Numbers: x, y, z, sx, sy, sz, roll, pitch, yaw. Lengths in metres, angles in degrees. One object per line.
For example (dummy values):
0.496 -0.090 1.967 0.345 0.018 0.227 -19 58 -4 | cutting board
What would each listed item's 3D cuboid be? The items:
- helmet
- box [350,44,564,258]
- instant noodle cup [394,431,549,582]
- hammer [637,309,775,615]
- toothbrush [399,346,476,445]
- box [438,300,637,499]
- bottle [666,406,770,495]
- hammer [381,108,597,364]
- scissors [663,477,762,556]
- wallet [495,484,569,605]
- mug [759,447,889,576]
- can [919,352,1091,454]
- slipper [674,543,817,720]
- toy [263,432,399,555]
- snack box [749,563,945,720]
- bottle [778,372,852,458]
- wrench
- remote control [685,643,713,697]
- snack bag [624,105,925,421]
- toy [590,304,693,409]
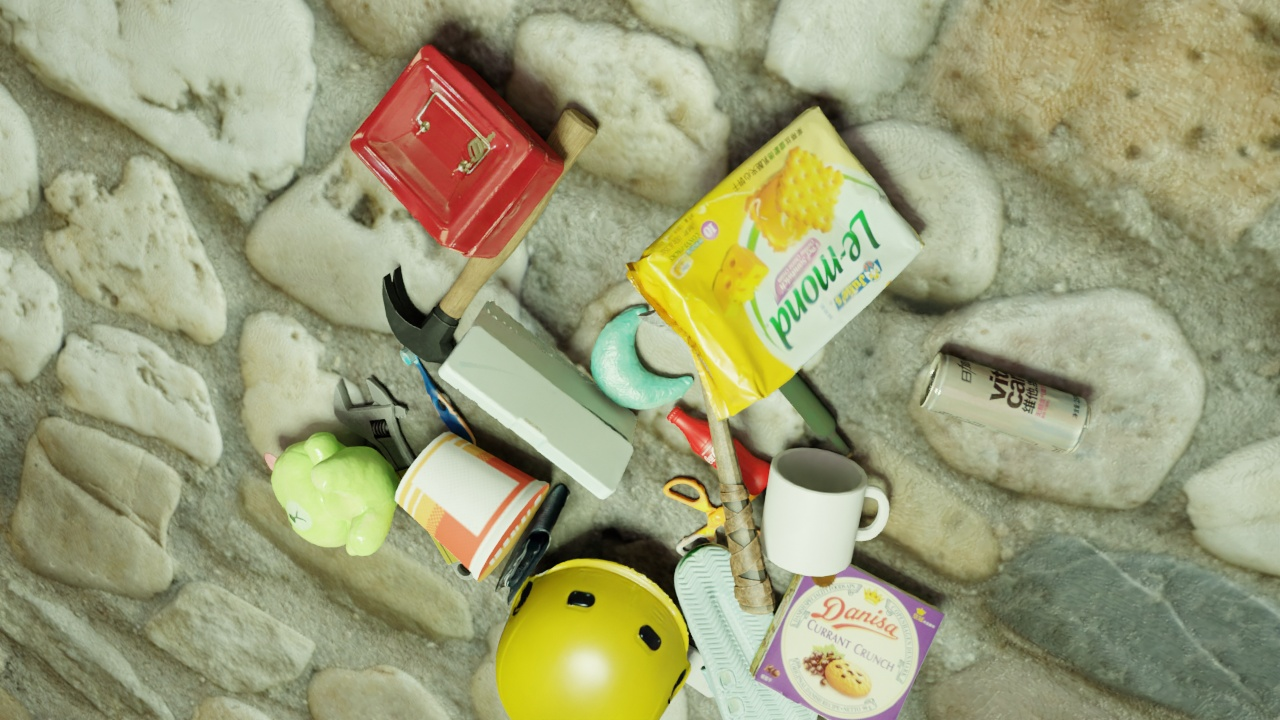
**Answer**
-0.062 0.331 0.970 0.209 0.139 0.241 28 136 4 | helmet
-0.165 -0.186 0.834 0.129 0.092 0.157 -47 73 17 | box
-0.183 0.148 0.978 0.121 0.123 0.124 34 116 7 | instant noodle cup
0.079 0.087 0.866 0.122 0.048 0.319 -5 100 46 | hammer
-0.221 0.041 1.000 0.022 0.017 0.135 -26 102 33 | toothbrush
-0.087 0.031 0.876 0.197 0.134 0.041 40 127 -12 | box
0.078 0.087 0.921 0.119 0.036 0.036 37 116 0 | bottle
-0.146 -0.120 0.907 0.132 0.040 0.306 38 115 -4 | hammer
0.078 0.170 0.967 0.125 0.011 0.128 23 117 7 | scissors
-0.118 0.197 0.992 0.026 0.089 0.115 31 115 -3 | wallet
0.181 0.146 0.889 0.121 0.091 0.090 4 113 -4 | mug
0.325 0.039 0.821 0.136 0.054 0.054 19 115 8 | can
0.108 0.306 0.973 0.104 0.074 0.245 -25 93 -8 | slipper
-0.337 0.144 1.018 0.197 0.107 0.150 4 124 53 | toy
0.205 0.283 0.920 0.143 0.040 0.148 27 84 3 | snack box
0.170 0.053 0.887 0.025 0.025 0.106 -37 97 25 | bottle
-0.262 0.138 1.049 0.084 0.018 0.273 -21 104 22 | wrench
0.032 0.330 1.045 0.146 0.008 0.045 34 116 1 | remote control
0.109 -0.084 0.769 0.246 0.068 0.159 -41 101 -16 | snack bag
-0.005 0.005 0.918 0.085 0.033 0.105 -33 101 10 | toy
